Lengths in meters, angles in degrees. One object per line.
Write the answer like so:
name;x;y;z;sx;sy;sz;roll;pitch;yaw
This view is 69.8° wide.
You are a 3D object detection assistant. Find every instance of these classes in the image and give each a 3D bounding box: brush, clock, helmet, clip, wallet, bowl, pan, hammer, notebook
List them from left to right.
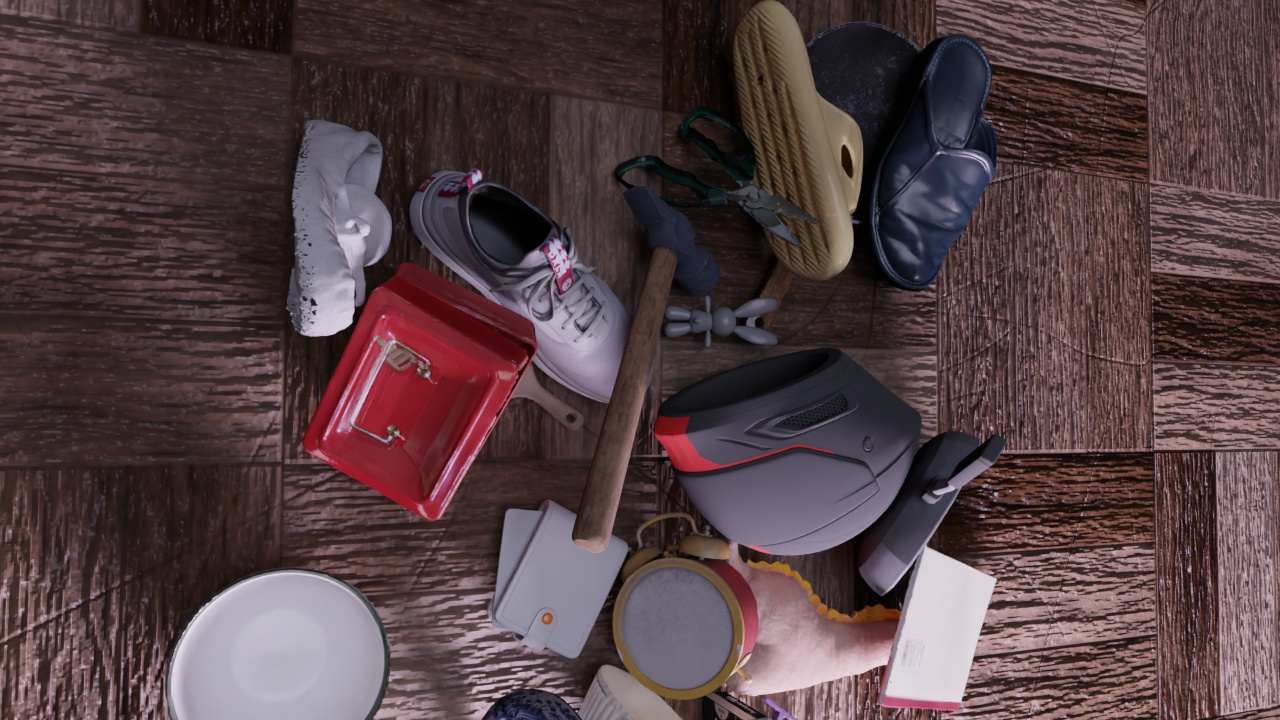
bowl;-0.274;0.229;0.698;0.153;0.073;0.153;1;88;-23
brush;-0.110;0.015;0.809;0.151;0.012;0.038;39;73;-17
bowl;-0.097;0.330;0.747;0.114;0.045;0.114;-2;85;21
wallet;-0.084;0.187;0.800;0.115;0.038;0.118;33;72;-18
bowl;-0.009;0.326;0.791;0.115;0.115;0.062;39;88;-17
hammer;-0.004;0.004;0.757;0.129;0.040;0.320;48;47;-43
clock;0.041;0.214;0.815;0.117;0.081;0.158;-20;78;20
clip;0.136;0.344;0.900;0.052;0.014;0.042;5;83;-20
helmet;0.143;0.087;0.829;0.264;0.164;0.170;-21;101;-30
pan;0.187;-0.174;0.932;0.207;0.040;0.356;33;83;-18
pan;0.255;0.113;0.803;0.041;0.357;0.178;32;78;14
notebook;0.300;0.274;0.917;0.208;0.012;0.153;28;78;-48

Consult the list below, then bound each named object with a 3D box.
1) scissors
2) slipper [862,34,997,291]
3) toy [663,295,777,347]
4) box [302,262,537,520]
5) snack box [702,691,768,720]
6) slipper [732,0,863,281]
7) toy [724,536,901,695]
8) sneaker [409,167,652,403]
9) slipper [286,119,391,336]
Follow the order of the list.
scissors;0.064;-0.151;0.828;0.142;0.015;0.209;-27;56;-14
slipper;0.303;-0.200;0.910;0.109;0.083;0.265;18;88;-22
toy;0.077;-0.037;0.874;0.111;0.030;0.049;0;88;-6
box;-0.168;0.019;0.714;0.134;0.112;0.158;30;111;-9
snack box;0.086;0.390;0.839;0.025;0.080;0.147;1;87;-23
slipper;0.153;-0.203;0.853;0.079;0.111;0.261;-13;89;-29
toy;0.195;0.249;0.902;0.264;0.065;0.196;-4;94;-24
sneaker;-0.072;-0.062;0.767;0.263;0.129;0.096;45;74;-18
slipper;-0.218;-0.100;0.662;0.074;0.246;0.112;-7;127;-8
